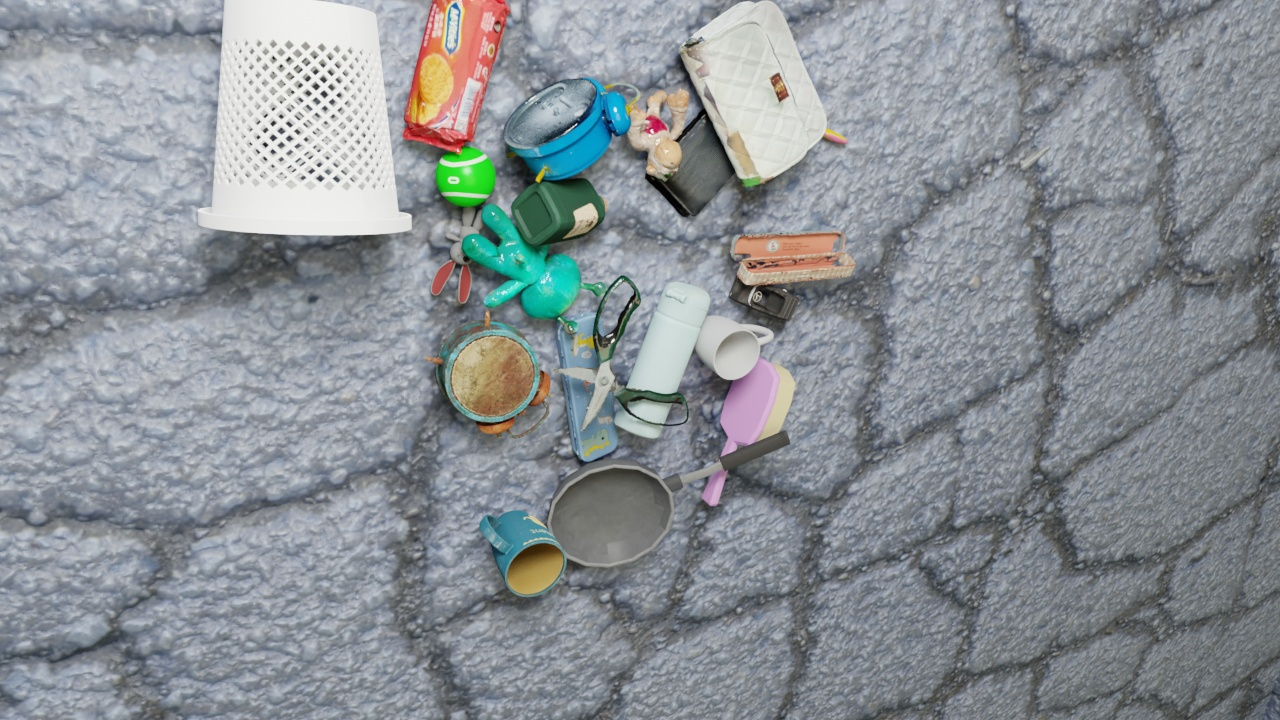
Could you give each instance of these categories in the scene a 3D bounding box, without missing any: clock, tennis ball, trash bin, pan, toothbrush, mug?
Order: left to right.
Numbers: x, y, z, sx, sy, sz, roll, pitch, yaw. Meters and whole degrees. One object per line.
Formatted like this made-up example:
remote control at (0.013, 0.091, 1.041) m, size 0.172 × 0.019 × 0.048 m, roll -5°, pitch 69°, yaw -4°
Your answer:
trash bin at (-0.319, -0.229, 0.873) m, size 0.195 × 0.195 × 0.200 m, roll -4°, pitch 104°, yaw -27°
tennis ball at (-0.193, -0.203, 1.011) m, size 0.065 × 0.065 × 0.065 m, roll -11°, pitch 117°, yaw -23°
clock at (-0.175, 0.025, 1.120) m, size 0.121 × 0.073 × 0.157 m, roll -39°, pitch 113°, yaw -7°
mug at (-0.165, 0.241, 1.209) m, size 0.112 × 0.104 × 0.084 m, roll 39°, pitch 91°, yaw -33°
clock at (-0.073, -0.264, 1.016) m, size 0.161 × 0.117 × 0.060 m, roll -36°, pitch 131°, yaw -5°
pan at (0.039, 0.172, 1.276) m, size 0.357 × 0.041 × 0.179 m, roll -23°, pitch 122°, yaw 0°
mug at (0.123, -0.029, 1.243) m, size 0.107 × 0.089 × 0.071 m, roll -18°, pitch 119°, yaw -20°
toothbrush at (0.223, -0.306, 1.210) m, size 0.135 × 0.021 × 0.016 m, roll 7°, pitch 123°, yaw -28°

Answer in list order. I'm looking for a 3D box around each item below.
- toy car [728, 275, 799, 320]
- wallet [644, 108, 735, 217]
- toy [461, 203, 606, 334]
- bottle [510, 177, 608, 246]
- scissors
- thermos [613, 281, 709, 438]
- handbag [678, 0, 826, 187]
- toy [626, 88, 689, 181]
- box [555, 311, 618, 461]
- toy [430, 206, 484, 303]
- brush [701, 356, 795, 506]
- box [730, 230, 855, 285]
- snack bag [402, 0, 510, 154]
toy car at (0.169, -0.086, 1.257) m, size 0.092 × 0.037 × 0.040 m, roll 22°, pitch 104°, yaw 0°
wallet at (0.072, -0.246, 1.154) m, size 0.115 × 0.026 × 0.089 m, roll -50°, pitch 124°, yaw 1°
toy at (-0.126, -0.104, 1.083) m, size 0.193 × 0.072 × 0.130 m, roll 38°, pitch 82°, yaw -40°
bottle at (-0.083, -0.175, 1.069) m, size 0.131 × 0.061 × 0.061 m, roll -22°, pitch 83°, yaw -54°
scissors at (-0.007, 0.007, 1.158) m, size 0.201 × 0.015 × 0.202 m, roll 19°, pitch 98°, yaw -25°
thermos at (0.030, -0.002, 1.215) m, size 0.077 × 0.065 × 0.207 m, roll 6°, pitch 107°, yaw -62°
handbag at (0.141, -0.326, 1.112) m, size 0.138 × 0.072 × 0.195 m, roll -39°, pitch 117°, yaw -13°
toy at (0.016, -0.261, 1.086) m, size 0.085 × 0.074 × 0.106 m, roll -25°, pitch 117°, yaw -25°
box at (-0.067, 0.038, 1.208) m, size 0.065 × 0.037 × 0.210 m, roll -18°, pitch 120°, yaw -23°
toy at (-0.206, -0.124, 1.062) m, size 0.049 × 0.030 × 0.112 m, roll 17°, pitch 104°, yaw -18°
brush at (0.149, 0.106, 1.321) m, size 0.043 × 0.089 × 0.229 m, roll 10°, pitch 108°, yaw -36°
box at (0.211, -0.143, 1.265) m, size 0.186 × 0.085 × 0.049 m, roll -8°, pitch 148°, yaw -27°
snack bag at (-0.192, -0.307, 0.960) m, size 0.082 × 0.082 × 0.176 m, roll 10°, pitch 107°, yaw -31°
